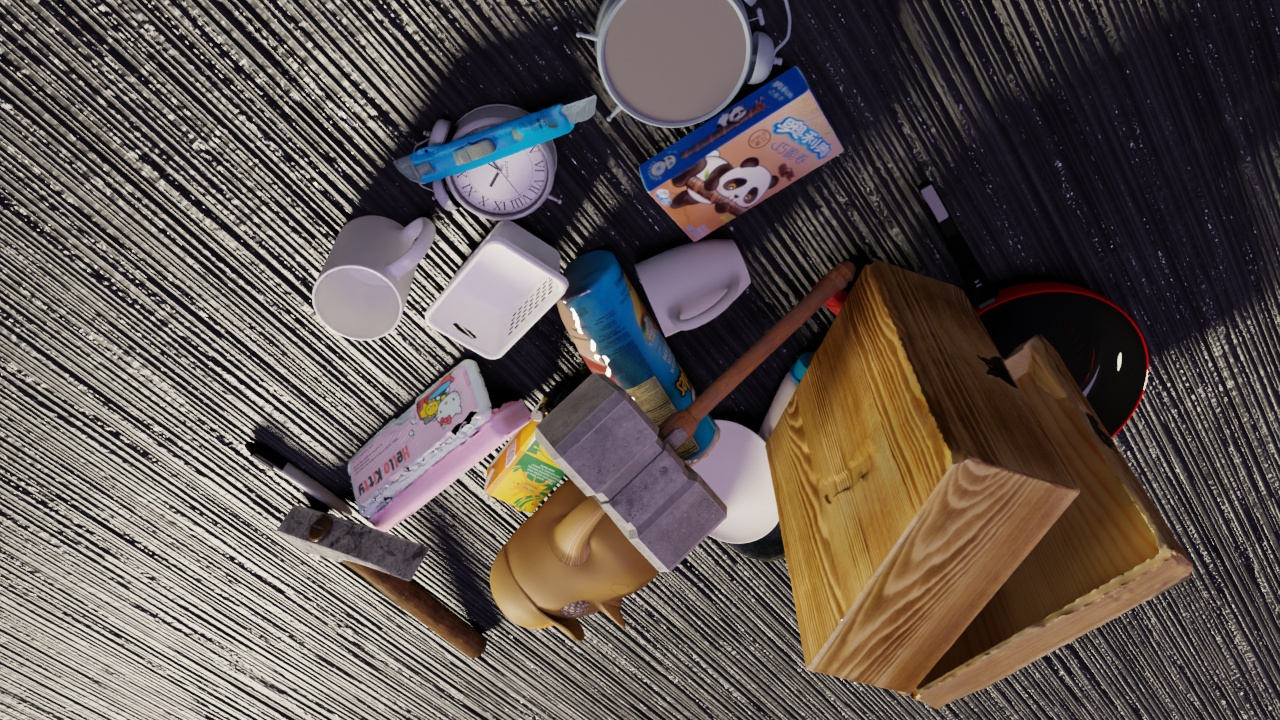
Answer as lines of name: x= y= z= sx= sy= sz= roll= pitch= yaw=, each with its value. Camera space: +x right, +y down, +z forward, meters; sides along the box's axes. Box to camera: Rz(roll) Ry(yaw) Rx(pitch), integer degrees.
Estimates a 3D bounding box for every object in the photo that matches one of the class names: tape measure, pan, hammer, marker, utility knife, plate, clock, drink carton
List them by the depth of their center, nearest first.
clock: x=0.038 y=-0.248 z=0.713 sx=0.159 sy=0.045 sz=0.123 roll=-16 pitch=126 yaw=10
utility knife: x=-0.114 y=-0.176 z=0.732 sx=0.174 sy=0.015 sz=0.031 roll=-19 pitch=128 yaw=8
clock: x=-0.129 y=-0.164 z=0.770 sx=0.122 sy=0.035 sz=0.095 roll=-2 pitch=125 yaw=-3
hammer: x=0.078 y=0.019 z=0.822 sx=0.317 sy=0.083 sz=0.163 roll=-43 pitch=113 yaw=-6
pan: x=0.340 y=-0.033 z=0.869 sx=0.209 sy=0.067 sz=0.356 roll=-30 pitch=115 yaw=18
marker: x=0.223 y=-0.031 z=0.892 sx=0.145 sy=0.021 sz=0.024 roll=36 pitch=139 yaw=-25
tape measure: x=-0.059 y=0.054 z=0.900 sx=0.072 sy=0.071 sz=0.042 roll=56 pitch=149 yaw=-14
drink carton: x=-0.109 y=0.103 z=0.958 sx=0.058 sy=0.041 sz=0.123 roll=29 pitch=119 yaw=-21
plate: x=0.092 y=0.126 z=0.962 sx=0.135 sy=0.011 sz=0.135 roll=9 pitch=107 yaw=31
marker: x=-0.362 y=0.129 z=0.976 sx=0.016 sy=0.022 sz=0.138 roll=-38 pitch=118 yaw=15
hammer: x=-0.237 y=0.268 z=1.022 sx=0.218 sy=0.037 sz=0.300 roll=5 pitch=145 yaw=37

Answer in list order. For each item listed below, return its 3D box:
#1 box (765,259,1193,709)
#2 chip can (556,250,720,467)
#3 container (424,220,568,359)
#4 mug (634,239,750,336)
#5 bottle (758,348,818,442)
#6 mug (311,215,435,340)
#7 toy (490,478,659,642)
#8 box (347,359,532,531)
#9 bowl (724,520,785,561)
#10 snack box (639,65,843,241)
box: x=0.250 y=0.113 z=0.772 sx=0.215 sy=0.278 sz=0.258 roll=17 pitch=123 yaw=-13
chip can: x=-0.005 y=0.005 z=0.875 sx=0.080 sy=0.079 sz=0.229 roll=-24 pitch=123 yaw=13
container: x=-0.126 y=-0.066 z=0.819 sx=0.080 sy=0.049 sz=0.130 roll=31 pitch=131 yaw=-22
mug: x=0.052 y=-0.063 z=0.809 sx=0.089 sy=0.107 sz=0.071 roll=-23 pitch=121 yaw=3
bottle: x=0.162 y=0.038 z=0.919 sx=0.051 sy=0.051 sz=0.146 roll=12 pitch=123 yaw=-11
mug: x=-0.221 y=-0.082 z=0.790 sx=0.111 sy=0.090 sz=0.074 roll=-31 pitch=121 yaw=18
toy: x=-0.062 y=0.208 z=0.956 sx=0.203 sy=0.162 sz=0.198 roll=-35 pitch=155 yaw=6
box: x=-0.216 y=0.083 z=0.927 sx=0.202 sy=0.087 sz=0.095 roll=-38 pitch=90 yaw=21
bowl: x=0.136 y=0.151 z=0.984 sx=0.114 sy=0.060 sz=0.114 roll=9 pitch=107 yaw=32
snack box: x=0.084 y=-0.167 z=0.761 sx=0.151 sy=0.034 sz=0.087 roll=-29 pitch=146 yaw=17
